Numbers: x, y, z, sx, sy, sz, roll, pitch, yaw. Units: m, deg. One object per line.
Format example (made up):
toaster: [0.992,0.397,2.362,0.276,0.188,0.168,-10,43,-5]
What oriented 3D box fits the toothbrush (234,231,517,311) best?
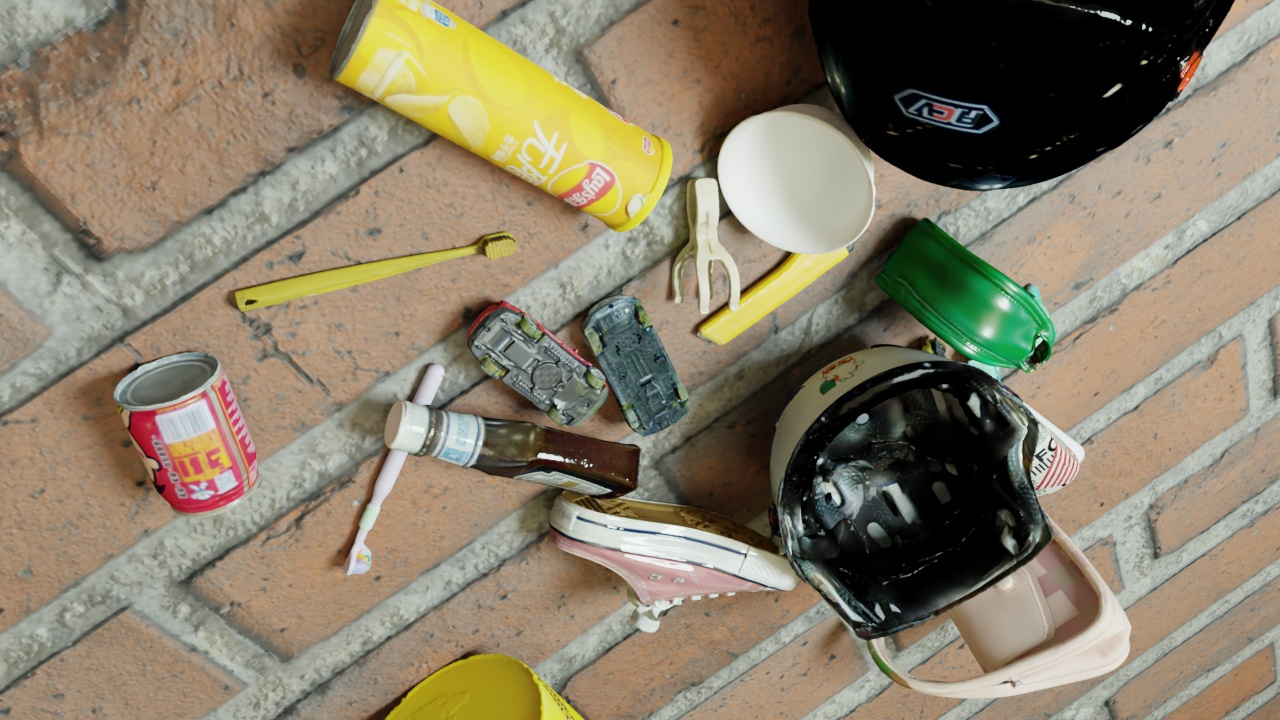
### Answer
toothbrush: [-0.177,-0.061,0.626,0.190,0.016,0.016,-15,120,-15]

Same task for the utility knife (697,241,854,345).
utility knife: [0.112,-0.063,0.748,0.156,0.015,0.033,-36,119,1]

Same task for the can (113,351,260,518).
can: [-0.297,0.050,0.609,0.066,0.066,0.094,-16,123,-14]

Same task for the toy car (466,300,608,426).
toy car: [-0.076,0.002,0.687,0.053,0.045,0.120,-43,120,8]

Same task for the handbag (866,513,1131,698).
handbag: [0.343,0.255,0.933,0.234,0.193,0.093,-29,123,6]

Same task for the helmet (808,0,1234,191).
helmet: [0.219,-0.215,0.563,0.273,0.233,0.231,-50,156,-41]

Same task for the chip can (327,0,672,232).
chip can: [-0.082,-0.157,0.579,0.213,0.072,0.072,24,106,-31]

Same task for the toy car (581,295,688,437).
toy car: [-0.004,0.004,0.726,0.054,0.037,0.121,-29,115,-5]

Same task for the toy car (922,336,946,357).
toy car: [0.279,0.025,0.851,0.032,0.048,0.105,-16,129,21]

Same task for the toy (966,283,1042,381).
toy: [0.339,-0.016,0.858,0.092,0.030,0.096,-16,103,-11]

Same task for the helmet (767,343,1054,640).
helmet: [0.212,0.093,0.794,0.230,0.156,0.274,-32,116,4]

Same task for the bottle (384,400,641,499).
bottle: [-0.096,0.068,0.699,0.194,0.080,0.044,16,68,-31]

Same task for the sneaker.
sneaker: [0.028,0.178,0.796,0.241,0.118,0.088,15,96,-21]

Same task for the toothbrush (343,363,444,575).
toothbrush: [-0.189,0.085,0.704,0.021,0.029,0.189,28,107,6]

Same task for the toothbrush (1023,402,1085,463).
toothbrush: [0.383,0.056,0.922,0.221,0.027,0.026,29,64,-33]

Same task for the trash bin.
trash bin: [-0.103,0.411,0.813,0.229,0.229,0.255,-32,119,-3]

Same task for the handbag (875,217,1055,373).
handbag: [0.268,-0.049,0.751,0.120,0.131,0.068,25,110,-35]

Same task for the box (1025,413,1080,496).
box: [0.382,0.093,0.907,0.164,0.052,0.069,31,107,-33]

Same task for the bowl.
bowl: [0.122,-0.143,0.668,0.064,0.118,0.118,-56,135,-36]

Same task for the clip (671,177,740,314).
clip: [0.053,-0.077,0.685,0.035,0.095,0.102,-6,131,-20]
